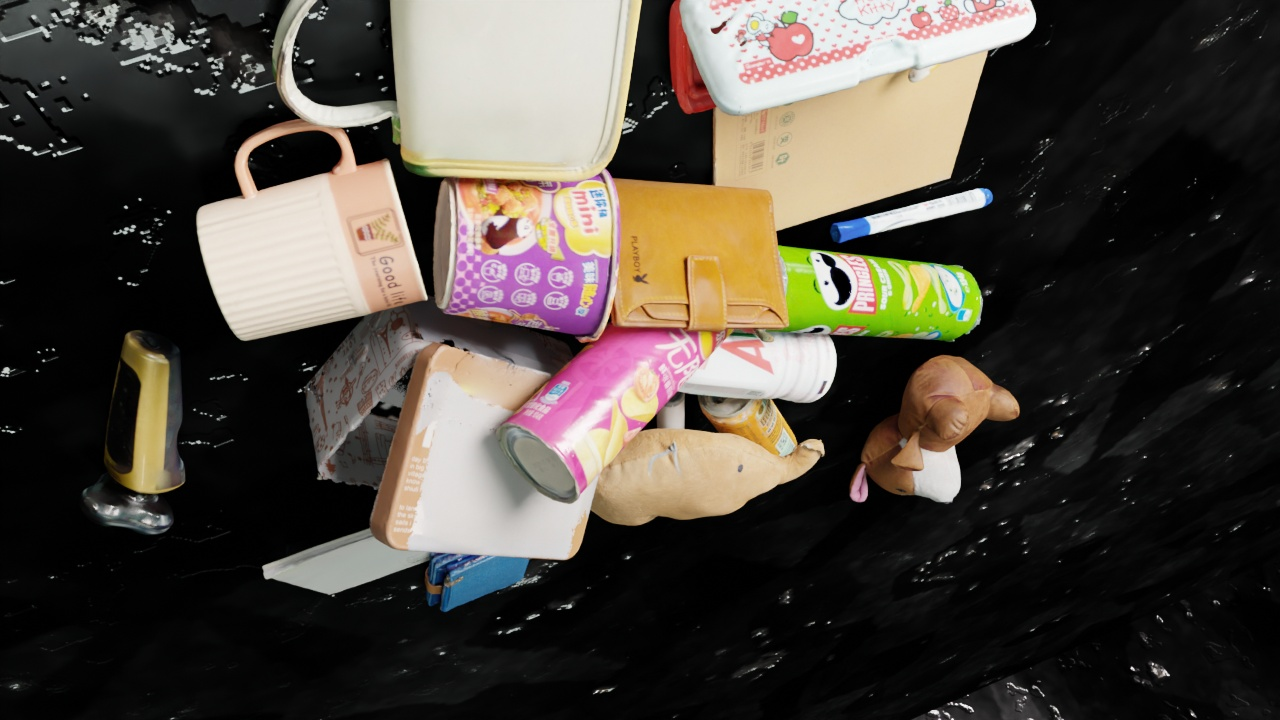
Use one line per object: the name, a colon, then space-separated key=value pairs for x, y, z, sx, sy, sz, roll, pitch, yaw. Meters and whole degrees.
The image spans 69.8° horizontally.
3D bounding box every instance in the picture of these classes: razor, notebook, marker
razor: x=-0.331 y=0.049 z=0.603 sx=0.067 sy=0.062 sz=0.168 roll=-31 pitch=154 yaw=-51
notebook: x=0.148 y=-0.160 z=0.662 sx=0.207 sy=0.008 sz=0.148 roll=-18 pitch=144 yaw=-10
marker: x=0.224 y=-0.120 z=0.752 sx=0.145 sy=0.017 sz=0.017 roll=-15 pitch=143 yaw=-14
notebook: x=-0.220 y=0.166 z=0.791 sx=0.150 sy=0.012 sz=0.209 roll=-18 pitch=164 yaw=-11

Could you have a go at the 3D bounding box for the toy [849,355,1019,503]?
toy: x=0.312 y=0.089 z=0.991 sx=0.140 sy=0.130 sz=0.200 roll=-9 pitch=151 yaw=-31

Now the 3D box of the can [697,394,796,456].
can: x=0.103 y=0.058 z=0.869 sx=0.058 sy=0.058 sz=0.146 roll=-30 pitch=144 yaw=7

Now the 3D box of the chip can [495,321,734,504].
chip can: x=-0.004 y=0.004 z=0.637 sx=0.210 sy=0.071 sz=0.072 roll=-45 pitch=156 yaw=-32

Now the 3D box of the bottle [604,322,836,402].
bottle: x=0.063 y=-0.003 z=0.754 sx=0.196 sy=0.068 sz=0.068 roll=4 pitch=136 yaw=-23

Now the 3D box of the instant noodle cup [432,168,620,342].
instant noodle cup: x=-0.074 y=-0.069 z=0.567 sx=0.099 sy=0.111 sz=0.112 roll=2 pitch=137 yaw=-21

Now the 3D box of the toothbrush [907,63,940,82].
toothbrush: x=0.247 y=-0.252 z=0.591 sx=0.192 sy=0.016 sz=0.018 roll=-45 pitch=149 yaw=19

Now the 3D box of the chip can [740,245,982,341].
chip can: x=0.183 y=-0.054 z=0.764 sx=0.235 sy=0.072 sz=0.072 roll=1 pitch=137 yaw=-33

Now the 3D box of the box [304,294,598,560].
box: x=-0.112 y=0.061 z=0.648 sx=0.181 sy=0.168 sz=0.151 roll=20 pitch=126 yaw=-45

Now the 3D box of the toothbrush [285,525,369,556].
toothbrush: x=-0.208 y=0.153 z=0.832 sx=0.212 sy=0.026 sz=0.027 roll=-11 pitch=175 yaw=-21

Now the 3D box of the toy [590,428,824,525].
toy: x=0.047 y=0.100 z=0.818 sx=0.226 sy=0.082 sz=0.143 roll=-9 pitch=162 yaw=19

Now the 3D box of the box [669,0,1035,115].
box: x=0.123 y=-0.189 z=0.533 sx=0.201 sy=0.099 sz=0.095 roll=-18 pitch=143 yaw=-9

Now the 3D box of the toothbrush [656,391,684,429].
toothbrush: x=0.030 y=0.094 z=0.898 sx=0.026 sy=0.026 sz=0.221 roll=13 pitch=145 yaw=12

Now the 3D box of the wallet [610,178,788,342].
wallet: x=0.036 y=-0.064 z=0.622 sx=0.130 sy=0.119 sz=0.035 roll=-1 pitch=162 yaw=-24

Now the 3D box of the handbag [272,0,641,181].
handbag: x=-0.095 y=-0.171 z=0.465 sx=0.178 sy=0.063 sz=0.164 roll=-3 pitch=140 yaw=-14

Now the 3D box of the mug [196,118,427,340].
mug: x=-0.187 y=-0.075 z=0.517 sx=0.105 sy=0.081 sz=0.115 roll=-16 pitch=117 yaw=-11

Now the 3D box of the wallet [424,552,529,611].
wallet: x=-0.157 y=0.203 z=0.899 sx=0.106 sy=0.040 sz=0.133 roll=-17 pitch=155 yaw=-23
